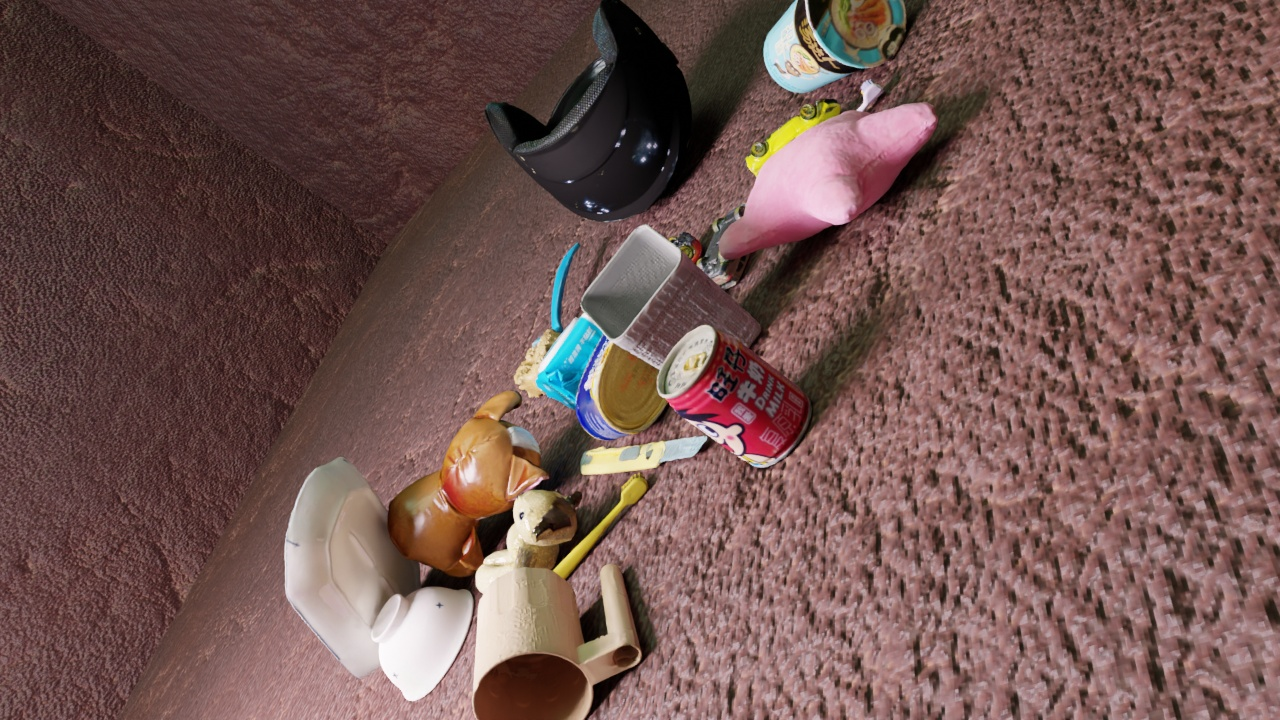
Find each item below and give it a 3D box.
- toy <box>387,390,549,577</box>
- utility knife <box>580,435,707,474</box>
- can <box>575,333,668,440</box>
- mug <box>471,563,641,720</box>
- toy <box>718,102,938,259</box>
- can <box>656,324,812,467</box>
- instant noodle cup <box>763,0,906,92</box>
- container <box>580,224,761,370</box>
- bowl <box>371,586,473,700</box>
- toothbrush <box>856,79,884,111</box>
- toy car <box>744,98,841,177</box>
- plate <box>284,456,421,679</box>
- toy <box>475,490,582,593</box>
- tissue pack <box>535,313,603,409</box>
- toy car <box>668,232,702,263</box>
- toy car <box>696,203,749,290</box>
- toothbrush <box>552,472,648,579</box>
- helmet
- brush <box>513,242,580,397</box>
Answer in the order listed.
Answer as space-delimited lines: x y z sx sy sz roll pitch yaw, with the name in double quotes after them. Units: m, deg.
-0.164 0.132 0.933 0.200 0.130 0.140 -52 54 27 "toy"
-0.003 0.085 0.810 0.207 0.021 0.030 -11 53 53 "utility knife"
-0.005 0.005 0.845 0.049 0.074 0.147 -25 35 56 "can"
-0.063 0.206 0.679 0.124 0.084 0.103 -27 24 3 "mug"
0.160 -0.160 0.758 0.195 0.074 0.178 -15 33 52 "toy"
0.065 0.025 0.647 0.067 0.093 0.066 -43 24 25 "can"
0.184 -0.323 0.917 0.111 0.111 0.121 -60 15 -14 "instant noodle cup"
0.029 -0.038 0.769 0.090 0.114 0.090 -51 34 7 "container"
-0.228 0.270 0.918 0.118 0.064 0.118 -44 24 24 "bowl"
0.156 -0.190 0.875 0.190 0.021 0.029 -45 -7 25 "toothbrush"
0.151 -0.213 0.890 0.105 0.048 0.032 -36 73 30 "toy car"
-0.282 0.216 0.940 0.034 0.266 0.161 -1 47 11 "plate"
-0.104 0.165 0.822 0.104 0.066 0.158 -43 -4 -46 "toy"
-0.063 0.000 0.949 0.090 0.063 0.140 -56 7 -9 "tissue pack"
0.025 -0.088 0.974 0.106 0.031 0.049 -50 22 8 "toy car"
0.085 -0.110 0.878 0.042 0.035 0.090 -19 44 52 "toy car"
-0.058 0.168 0.790 0.190 0.015 0.016 -49 18 12 "toothbrush"
-0.046 -0.309 1.180 0.234 0.230 0.274 -31 21 27 "helmet"
-0.109 -0.057 1.166 0.083 0.046 0.254 -37 33 43 "brush"
